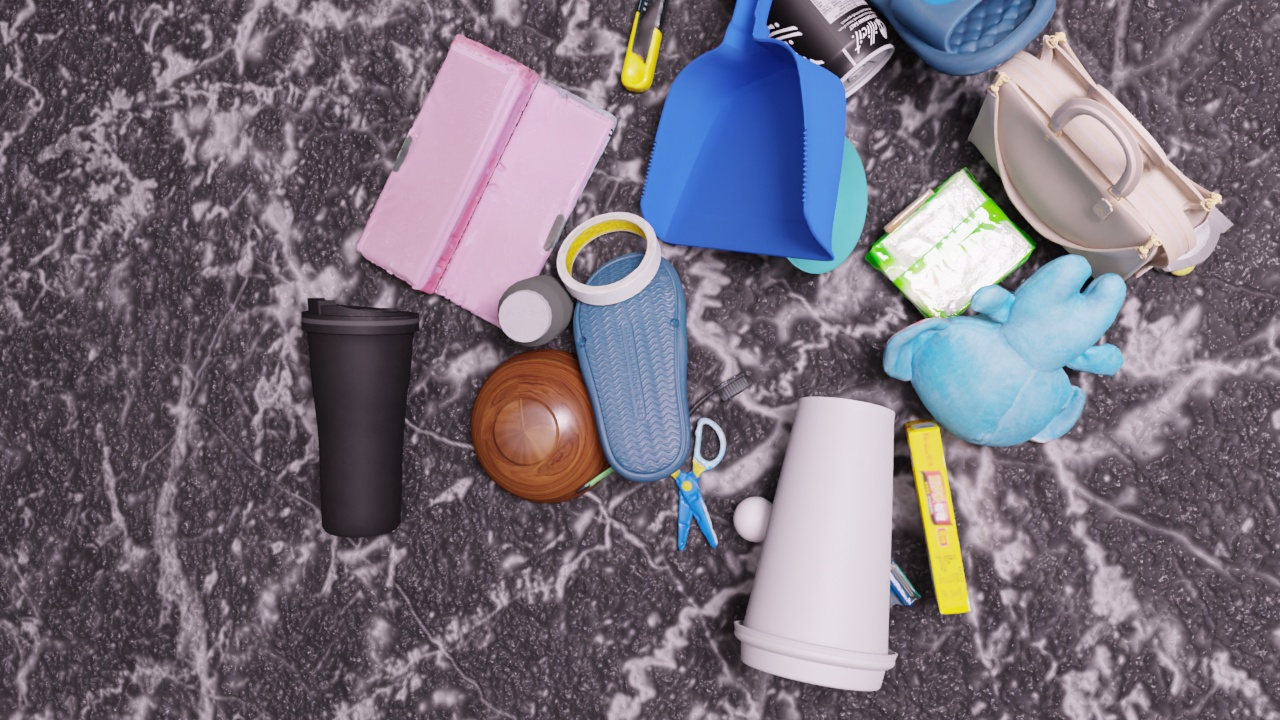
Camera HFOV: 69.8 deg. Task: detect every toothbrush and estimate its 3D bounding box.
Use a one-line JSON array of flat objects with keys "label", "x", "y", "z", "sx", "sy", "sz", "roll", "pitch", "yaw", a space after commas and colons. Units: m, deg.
[{"label": "toothbrush", "x": 0.020, "y": 0.069, "z": 0.834, "sx": 0.188, "sy": 0.014, "sz": 0.017, "roll": -35, "pitch": 72, "yaw": 2}]

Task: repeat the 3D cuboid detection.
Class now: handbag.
[{"label": "handbag", "x": 0.330, "y": -0.151, "z": 0.673, "sx": 0.101, "sy": 0.197, "sz": 0.194, "roll": -39, "pitch": 76, "yaw": 12}]

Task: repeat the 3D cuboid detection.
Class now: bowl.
[{"label": "bowl", "x": -0.096, "y": 0.063, "z": 0.843, "sx": 0.147, "sy": 0.068, "sz": 0.147, "roll": 0, "pitch": 91, "yaw": 12}, {"label": "bowl", "x": 0.138, "y": -0.137, "z": 0.789, "sx": 0.046, "sy": 0.121, "sz": 0.121, "roll": 12, "pitch": 95, "yaw": 51}]

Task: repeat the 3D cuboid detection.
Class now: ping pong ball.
[{"label": "ping pong ball", "x": 0.103, "y": 0.142, "z": 0.817, "sx": 0.040, "sy": 0.040, "sz": 0.040, "roll": 0, "pitch": 91, "yaw": 12}]

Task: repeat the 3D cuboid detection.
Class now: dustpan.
[{"label": "dustpan", "x": 0.092, "y": -0.218, "z": 0.728, "sx": 0.059, "sy": 0.246, "sz": 0.257, "roll": 15, "pitch": 93, "yaw": -30}]

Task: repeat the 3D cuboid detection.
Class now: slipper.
[{"label": "slipper", "x": -0.005, "y": 0.005, "z": 0.825, "sx": 0.104, "sy": 0.059, "sz": 0.213, "roll": -7, "pitch": 74, "yaw": 5}, {"label": "slipper", "x": 0.241, "y": -0.298, "z": 0.721, "sx": 0.104, "sy": 0.059, "sz": 0.213, "roll": -34, "pitch": 46, "yaw": 8}]

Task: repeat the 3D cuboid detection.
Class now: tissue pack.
[{"label": "tissue pack", "x": 0.263, "y": -0.096, "z": 0.782, "sx": 0.114, "sy": 0.034, "sz": 0.099, "roll": -42, "pitch": 86, "yaw": 9}]

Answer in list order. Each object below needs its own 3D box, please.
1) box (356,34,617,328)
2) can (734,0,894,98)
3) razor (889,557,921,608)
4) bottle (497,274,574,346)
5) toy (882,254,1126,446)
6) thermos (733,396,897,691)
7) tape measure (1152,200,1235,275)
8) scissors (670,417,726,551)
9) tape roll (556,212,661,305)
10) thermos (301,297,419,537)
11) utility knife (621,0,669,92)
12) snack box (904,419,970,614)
[{"label": "box", "x": -0.150, "y": -0.166, "z": 0.863, "sx": 0.180, "sy": 0.050, "sz": 0.233, "roll": 28, "pitch": 97, "yaw": 9}, {"label": "can", "x": 0.142, "y": -0.296, "z": 0.779, "sx": 0.080, "sy": 0.080, "sz": 0.146, "roll": -38, "pitch": 84, "yaw": 10}, {"label": "razor", "x": 0.179, "y": 0.230, "z": 0.815, "sx": 0.141, "sy": 0.018, "sz": 0.044, "roll": -38, "pitch": 74, "yaw": 14}, {"label": "bottle", "x": -0.094, "y": -0.044, "z": 0.817, "sx": 0.060, "sy": 0.108, "sz": 0.060, "roll": 1, "pitch": 99, "yaw": 4}, {"label": "toy", "x": 0.298, "y": -0.014, "z": 0.737, "sx": 0.183, "sy": 0.114, "sz": 0.181, "roll": 24, "pitch": 122, "yaw": -9}, {"label": "thermos", "x": 0.156, "y": 0.147, "z": 0.762, "sx": 0.131, "sy": 0.131, "sz": 0.221, "roll": 8, "pitch": 80, "yaw": 12}, {"label": "tape measure", "x": 0.441, "y": -0.107, "z": 0.752, "sx": 0.065, "sy": 0.016, "sz": 0.064, "roll": -44, "pitch": 82, "yaw": 10}, {"label": "scissors", "x": 0.054, "y": 0.113, "z": 0.844, "sx": 0.097, "sy": 0.020, "sz": 0.132, "roll": -24, "pitch": 85, "yaw": 14}, {"label": "tape roll", "x": -0.029, "y": -0.093, "z": 0.827, "sx": 0.094, "sy": 0.019, "sz": 0.093, "roll": -9, "pitch": 55, "yaw": 13}, {"label": "thermos", "x": -0.264, "y": 0.051, "z": 0.868, "sx": 0.106, "sy": 0.105, "sz": 0.218, "roll": 3, "pitch": 97, "yaw": 12}, {"label": "utility knife", "x": 0.014, "y": -0.339, "z": 0.838, "sx": 0.029, "sy": 0.020, "sz": 0.186, "roll": 13, "pitch": 93, "yaw": 10}, {"label": "snack box", "x": 0.248, "y": 0.128, "z": 0.769, "sx": 0.025, "sy": 0.075, "sz": 0.152, "roll": -10, "pitch": 89, "yaw": 14}]
